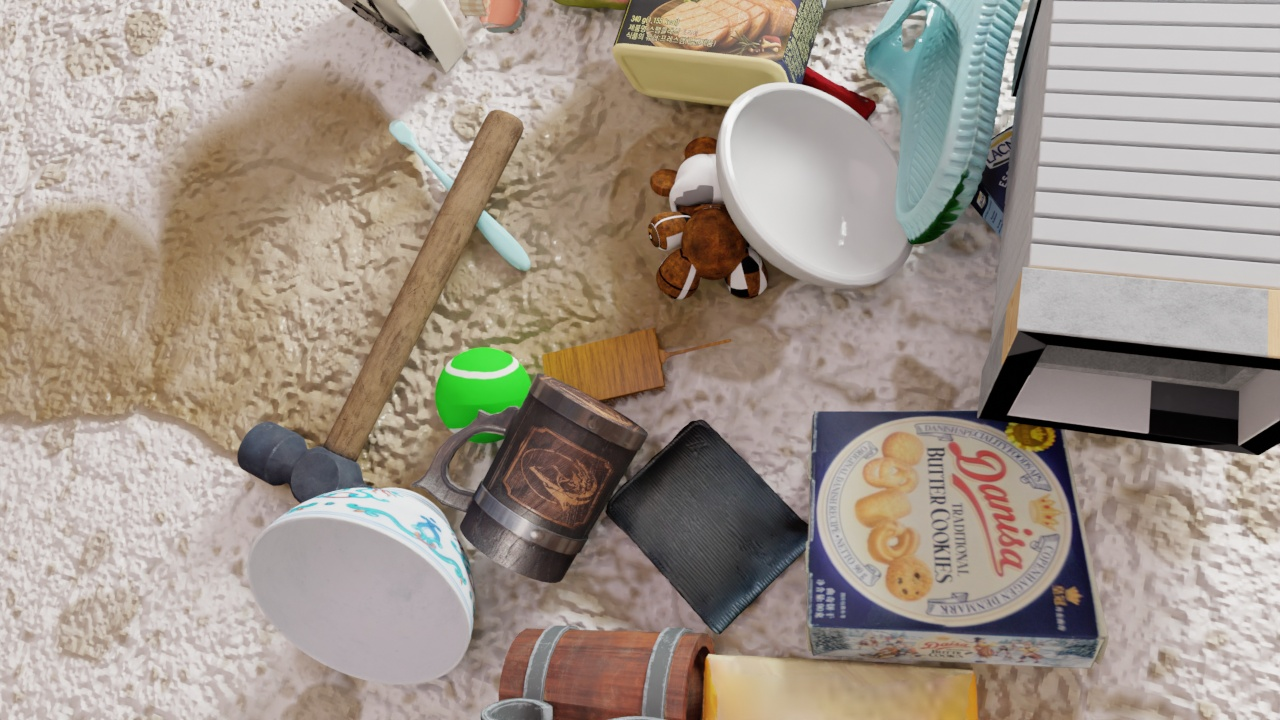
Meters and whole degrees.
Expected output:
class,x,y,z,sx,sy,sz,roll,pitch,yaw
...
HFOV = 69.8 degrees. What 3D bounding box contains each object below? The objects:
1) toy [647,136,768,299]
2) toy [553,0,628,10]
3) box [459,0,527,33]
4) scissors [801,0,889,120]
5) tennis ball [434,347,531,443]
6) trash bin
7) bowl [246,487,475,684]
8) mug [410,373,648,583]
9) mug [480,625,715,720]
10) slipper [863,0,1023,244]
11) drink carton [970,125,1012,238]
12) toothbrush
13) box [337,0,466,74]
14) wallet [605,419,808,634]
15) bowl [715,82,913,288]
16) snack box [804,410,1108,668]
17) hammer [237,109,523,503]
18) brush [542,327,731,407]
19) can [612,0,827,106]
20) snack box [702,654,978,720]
class,x,y,z,sx,sy,sz,roll,pitch,yaw
toy,0.047,-0.101,0.630,0.087,0.067,0.112,-1,53,-4
toy,-0.029,-0.317,0.724,0.110,0.051,0.090,27,82,21
box,-0.115,-0.364,0.763,0.067,0.057,0.187,9,74,-16
scissors,0.117,-0.247,0.682,0.179,0.015,0.198,-32,67,4
tennis ball,-0.106,0.024,0.624,0.065,0.065,0.065,-5,71,13
trash bin,0.271,-0.097,0.477,0.142,0.142,0.246,7,73,16
bowl,-0.165,0.130,0.588,0.144,0.144,0.074,-1,32,15
mug,-0.071,0.065,0.580,0.116,0.080,0.107,29,92,1
mug,-0.024,0.196,0.521,0.111,0.117,0.081,0,90,18
slipper,0.192,-0.204,0.587,0.069,0.116,0.275,18,73,-7
drink carton,0.263,-0.091,0.578,0.064,0.040,0.130,-32,67,1
toothbrush,-0.141,-0.129,0.712,0.016,0.016,0.180,-42,68,-3
box,-0.206,-0.321,0.702,0.143,0.180,0.080,37,83,15
wallet,0.041,0.101,0.581,0.089,0.026,0.115,-44,67,-4
bowl,0.107,-0.107,0.599,0.149,0.043,0.149,11,63,-22
snack box,0.167,0.094,0.513,0.145,0.043,0.144,-2,48,15
hammer,-0.164,-0.040,0.670,0.129,0.040,0.321,22,82,16
brush,-0.004,0.004,0.629,0.126,0.017,0.048,-13,69,10
can,0.059,-0.244,0.651,0.135,0.075,0.104,14,82,23
snack box,0.103,0.259,0.482,0.145,0.080,0.195,-2,72,14
